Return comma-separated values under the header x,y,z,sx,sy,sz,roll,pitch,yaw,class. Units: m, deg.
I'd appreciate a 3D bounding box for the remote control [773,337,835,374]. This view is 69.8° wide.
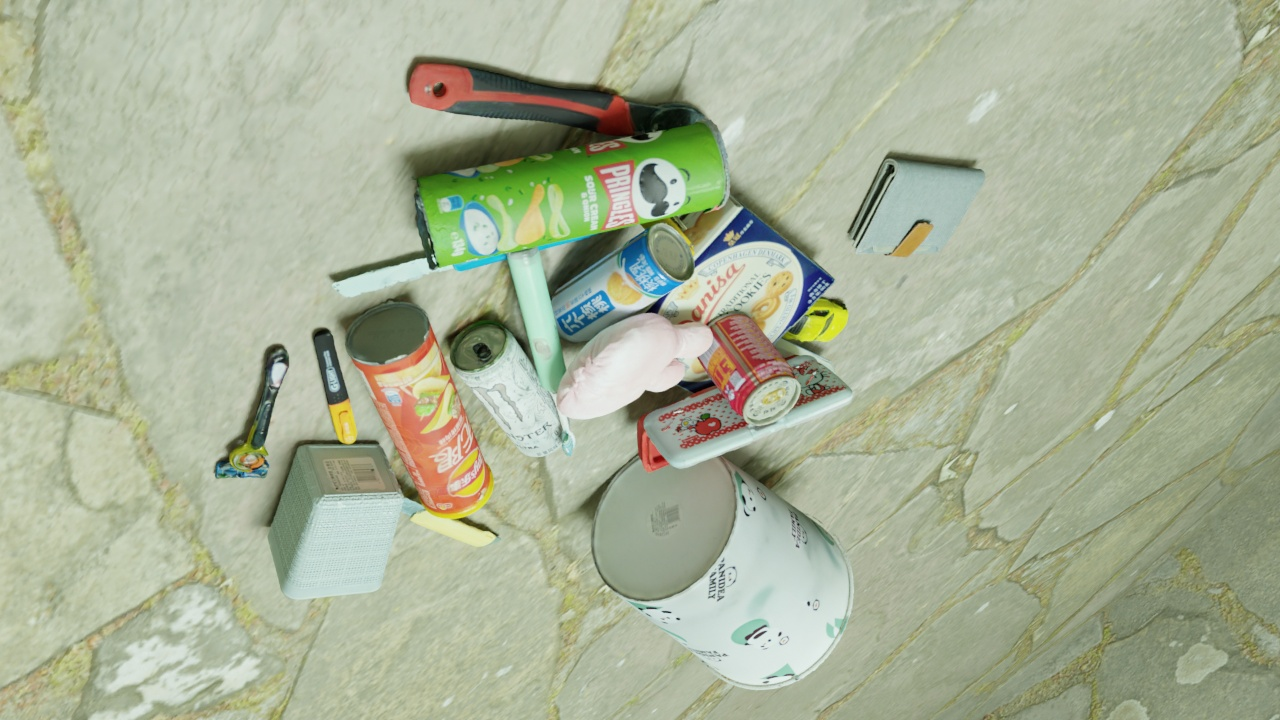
x,y,z,sx,sy,sz,roll,pitch,yaw,class
0.160,0.002,1.005,0.049,0.024,0.124,-22,151,38,remote control

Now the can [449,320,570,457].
x,y,z,sx,sy,sz,roll,pitch,yaw,class
-0.116,0.028,0.834,0.058,0.058,0.147,-32,140,-3,can

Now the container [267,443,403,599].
x,y,z,sx,sy,sz,roll,pitch,yaw,class
-0.270,0.138,0.816,0.089,0.090,0.112,2,124,-36,container

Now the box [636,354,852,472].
x,y,z,sx,sy,sz,roll,pitch,yaw,class
0.103,0.065,0.917,0.201,0.100,0.110,-20,139,-16,box

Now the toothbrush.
x,y,z,sx,sy,sz,roll,pitch,yaw,class
-0.081,-0.004,0.796,0.026,0.027,0.225,-1,128,11,toothbrush

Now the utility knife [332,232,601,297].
x,y,z,sx,sy,sz,roll,pitch,yaw,class
-0.130,-0.090,0.740,0.234,0.018,0.034,-19,136,-18,utility knife

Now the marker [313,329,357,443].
x,y,z,sx,sy,sz,roll,pitch,yaw,class
-0.256,0.024,0.770,0.018,0.015,0.124,-20,136,-23,marker

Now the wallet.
x,y,z,sx,sy,sz,roll,pitch,yaw,class
0.285,-0.152,0.943,0.129,0.037,0.107,-3,129,-31,wallet

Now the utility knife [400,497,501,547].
x,y,z,sx,sy,sz,roll,pitch,yaw,class
-0.196,0.165,0.921,0.031,0.021,0.201,-27,156,8,utility knife

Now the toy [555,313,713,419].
x,y,z,sx,sy,sz,roll,pitch,yaw,class
-0.005,0.005,0.811,0.159,0.054,0.122,-8,146,-50,toy

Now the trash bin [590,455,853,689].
x,y,z,sx,sy,sz,roll,pitch,yaw,class
0.087,0.228,1.047,0.230,0.229,0.252,-41,133,7,trash bin

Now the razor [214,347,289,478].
x,y,z,sx,sy,sz,roll,pitch,yaw,class
-0.311,0.049,0.753,0.042,0.022,0.143,4,126,-39,razor

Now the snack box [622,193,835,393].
x,y,z,sx,sy,sz,roll,pitch,yaw,class
0.073,-0.055,0.888,0.178,0.045,0.182,-47,139,16,snack box

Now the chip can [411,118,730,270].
x,y,z,sx,sy,sz,roll,pitch,yaw,class
-0.052,-0.127,0.701,0.235,0.072,0.072,-15,136,-14,chip can

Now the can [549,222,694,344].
x,y,z,sx,sy,sz,roll,pitch,yaw,class
-0.020,-0.062,0.774,0.053,0.053,0.135,16,147,-42,can

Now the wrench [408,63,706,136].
x,y,z,sx,sy,sz,roll,pitch,yaw,class
-0.046,-0.188,0.705,0.272,0.016,0.056,3,127,-36,wrench

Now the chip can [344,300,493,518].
x,y,z,sx,sy,sz,roll,pitch,yaw,class
-0.188,0.050,0.797,0.073,0.073,0.217,-24,138,-12,chip can

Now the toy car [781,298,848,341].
x,y,z,sx,sy,sz,roll,pitch,yaw,class
0.186,-0.041,0.988,0.105,0.032,0.048,2,127,-37,toy car

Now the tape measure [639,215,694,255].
x,y,z,sx,sy,sz,roll,pitch,yaw,class
0.022,-0.114,0.789,0.029,0.057,0.060,-42,114,5,tape measure

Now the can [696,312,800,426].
x,y,z,sx,sy,sz,roll,pitch,yaw,class
0.100,0.008,0.860,0.066,0.093,0.067,-18,138,-17,can
